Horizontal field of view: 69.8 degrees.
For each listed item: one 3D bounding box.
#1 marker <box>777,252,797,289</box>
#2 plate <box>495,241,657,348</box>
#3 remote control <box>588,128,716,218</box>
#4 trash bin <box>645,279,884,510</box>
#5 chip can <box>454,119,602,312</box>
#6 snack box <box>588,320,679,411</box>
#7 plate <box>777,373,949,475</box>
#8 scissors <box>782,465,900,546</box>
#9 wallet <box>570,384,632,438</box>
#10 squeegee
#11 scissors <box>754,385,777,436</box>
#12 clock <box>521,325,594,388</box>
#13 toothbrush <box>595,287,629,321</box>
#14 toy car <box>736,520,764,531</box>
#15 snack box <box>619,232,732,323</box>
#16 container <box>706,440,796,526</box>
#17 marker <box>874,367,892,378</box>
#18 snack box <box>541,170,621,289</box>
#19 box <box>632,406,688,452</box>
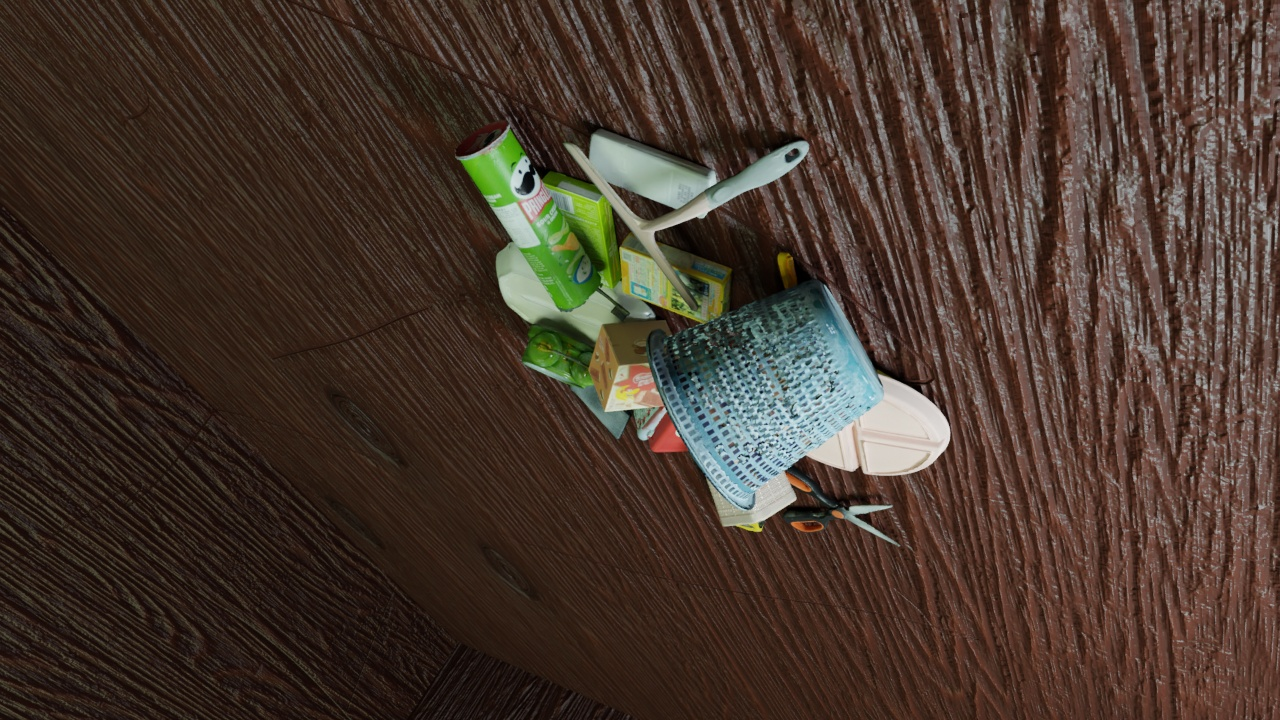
[{"bbox_3d":[0.175,-0.075,1.044,0.015,0.018,0.124,17,148,34],"label":"marker"},{"bbox_3d":[-0.098,-0.075,1.287,0.266,0.034,0.162,22,148,19],"label":"plate"},{"bbox_3d":[0.012,-0.206,1.005,0.150,0.021,0.058,24,141,15],"label":"remote control"},{"bbox_3d":[0.146,0.021,1.002,0.195,0.226,0.226,-30,120,15],"label":"trash bin"},{"bbox_3d":[-0.129,-0.167,1.094,0.072,0.072,0.236,4,137,41],"label":"chip can"},{"bbox_3d":[-0.007,0.007,1.219,0.092,0.077,0.095,-4,139,-22],"label":"snack box"},{"bbox_3d":[0.264,0.082,1.142,0.229,0.028,0.230,17,151,10],"label":"plate"},{"bbox_3d":[0.277,0.214,1.363,0.221,0.021,0.234,39,151,-11],"label":"scissors"},{"bbox_3d":[-0.062,0.061,1.438,0.121,0.019,0.097,48,154,12],"label":"wallet"},{"bbox_3d":[0.067,-0.168,0.953,0.250,0.040,0.247,-20,118,42],"label":"squeegee"},{"bbox_3d":[0.193,0.067,1.213,0.181,0.019,0.170,6,146,21],"label":"scissors"},{"bbox_3d":[-0.112,-0.004,1.320,0.116,0.056,0.161,24,173,-13],"label":"clock"},{"bbox_3d":[-0.090,-0.112,1.190,0.186,0.017,0.012,38,-173,-6],"label":"toothbrush"},{"bbox_3d":[0.158,0.235,1.487,0.071,0.041,0.156,12,145,33],"label":"toy car"},{"bbox_3d":[0.043,-0.097,1.125,0.140,0.033,0.087,24,149,19],"label":"snack box"},{"bbox_3d":[0.151,0.168,1.320,0.090,0.090,0.111,-20,93,55],"label":"container"},{"bbox_3d":[0.260,0.008,1.086,0.124,0.015,0.018,31,151,3],"label":"marker"},{"bbox_3d":[-0.073,-0.160,1.148,0.086,0.026,0.157,22,148,22],"label":"snack box"},{"bbox_3d":[0.054,0.052,1.325,0.102,0.100,0.202,-1,154,-18],"label":"box"}]
